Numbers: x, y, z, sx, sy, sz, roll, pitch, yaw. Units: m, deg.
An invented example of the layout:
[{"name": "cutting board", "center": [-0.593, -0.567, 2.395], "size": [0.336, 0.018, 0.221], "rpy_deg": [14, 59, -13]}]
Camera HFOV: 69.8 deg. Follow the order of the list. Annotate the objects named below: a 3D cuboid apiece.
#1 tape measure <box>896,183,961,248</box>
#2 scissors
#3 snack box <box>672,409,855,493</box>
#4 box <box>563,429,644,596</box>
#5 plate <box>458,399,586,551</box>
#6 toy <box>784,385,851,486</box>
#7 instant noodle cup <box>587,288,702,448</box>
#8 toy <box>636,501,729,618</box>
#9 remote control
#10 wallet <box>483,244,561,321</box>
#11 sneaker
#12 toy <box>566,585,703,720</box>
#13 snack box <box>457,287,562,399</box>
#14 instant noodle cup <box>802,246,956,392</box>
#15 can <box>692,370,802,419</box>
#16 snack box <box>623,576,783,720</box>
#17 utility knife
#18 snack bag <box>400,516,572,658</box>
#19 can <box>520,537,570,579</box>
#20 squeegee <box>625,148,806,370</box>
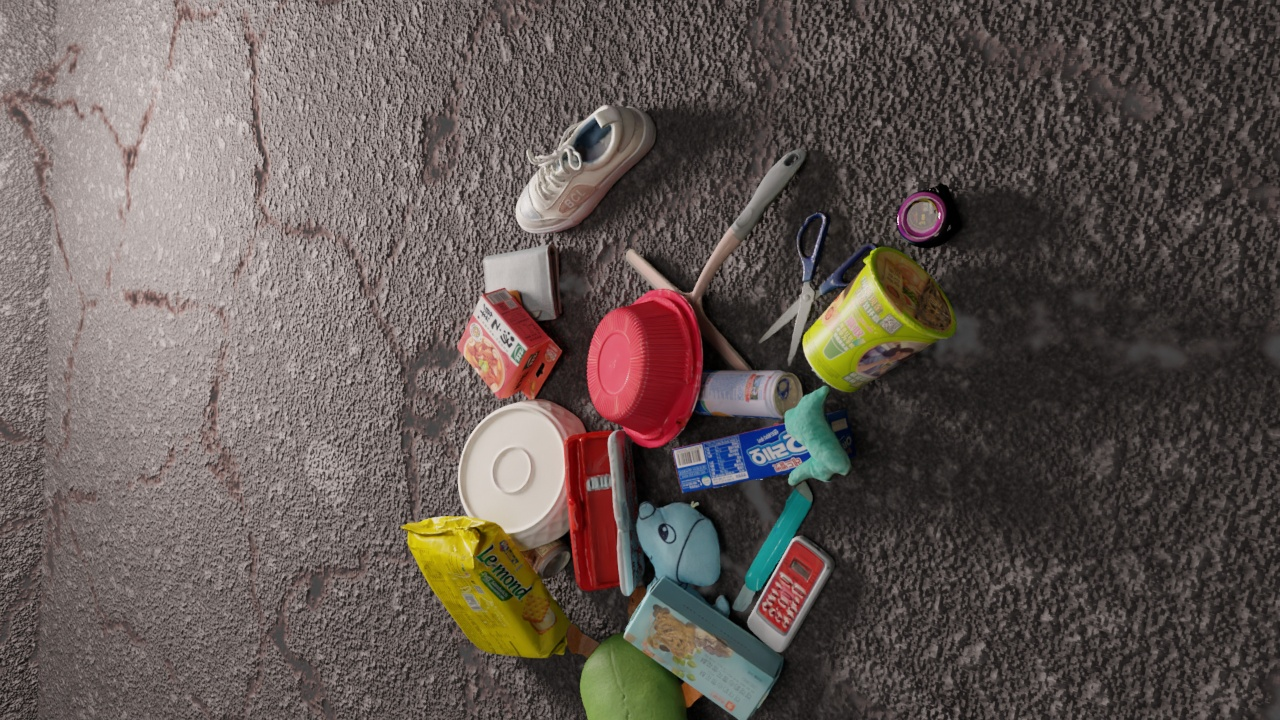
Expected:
[{"name": "tape measure", "center": [0.285, -0.140, 0.908], "size": [0.058, 0.039, 0.057], "rpy_deg": [-26, 77, 31]}, {"name": "scissors", "center": [0.187, -0.084, 0.999], "size": [0.163, 0.012, 0.163], "rpy_deg": [-21, 77, 33]}, {"name": "snack box", "center": [0.135, 0.103, 1.027], "size": [0.208, 0.058, 0.057], "rpy_deg": [-18, 82, 38]}, {"name": "box", "center": [-0.036, 0.188, 1.140], "size": [0.099, 0.095, 0.201], "rpy_deg": [175, 90, -71]}, {"name": "plate", "center": [-0.161, 0.149, 1.231], "size": [0.205, 0.045, 0.204], "rpy_deg": [-8, 72, 25]}, {"name": "toy", "center": [0.177, 0.086, 0.940], "size": [0.097, 0.030, 0.092], "rpy_deg": [-42, 67, 35]}, {"name": "instant noodle cup", "center": [-0.006, 0.006, 1.092], "size": [0.194, 0.065, 0.193], "rpy_deg": [-14, 73, 57]}, {"name": "toy", "center": [0.051, 0.243, 1.106], "size": [0.161, 0.049, 0.156], "rpy_deg": [34, 105, 16]}, {"name": "remote control", "center": [0.168, 0.264, 1.035], "size": [0.056, 0.020, 0.136], "rpy_deg": [37, 114, 30]}, {"name": "wallet", "center": [-0.166, -0.100, 1.266], "size": [0.130, 0.036, 0.106], "rpy_deg": [-4, 90, 39]}, {"name": "sneaker", "center": [-0.092, -0.238, 1.165], "size": [0.243, 0.090, 0.089], "rpy_deg": [-34, 71, 35]}, {"name": "toy", "center": [-0.008, 0.416, 1.126], "size": [0.227, 0.090, 0.246], "rpy_deg": [-28, 57, 14]}, {"name": "snack box", "center": [-0.182, -0.015, 1.254], "size": [0.127, 0.044, 0.113], "rpy_deg": [47, 131, 16]}, {"name": "instant noodle cup", "center": [0.230, -0.032, 0.920], "size": [0.124, 0.111, 0.111], "rpy_deg": [-46, 65, 38]}, {"name": "can", "center": [0.114, 0.037, 1.030], "size": [0.135, 0.053, 0.053], "rpy_deg": [0, 93, 48]}, {"name": "snack box", "center": [0.072, 0.333, 1.064], "size": [0.175, 0.051, 0.074], "rpy_deg": [32, 112, 13]}, {"name": "utility knife", "center": [0.150, 0.216, 1.050], "size": [0.029, 0.013, 0.187], "rpy_deg": [39, 114, 32]}, {"name": "snack bag", "center": [-0.208, 0.310, 1.238], "size": [0.158, 0.068, 0.246], "rpy_deg": [-9, 121, 38]}, {"name": "can", "center": [-0.151, 0.243, 1.261], "size": [0.116, 0.058, 0.059], "rpy_deg": [40, 116, 30]}, {"name": "squeegee", "center": [0.108, -0.137, 1.048], "size": [0.247, 0.040, 0.250], "rpy_deg": [48, 119, 26]}]
